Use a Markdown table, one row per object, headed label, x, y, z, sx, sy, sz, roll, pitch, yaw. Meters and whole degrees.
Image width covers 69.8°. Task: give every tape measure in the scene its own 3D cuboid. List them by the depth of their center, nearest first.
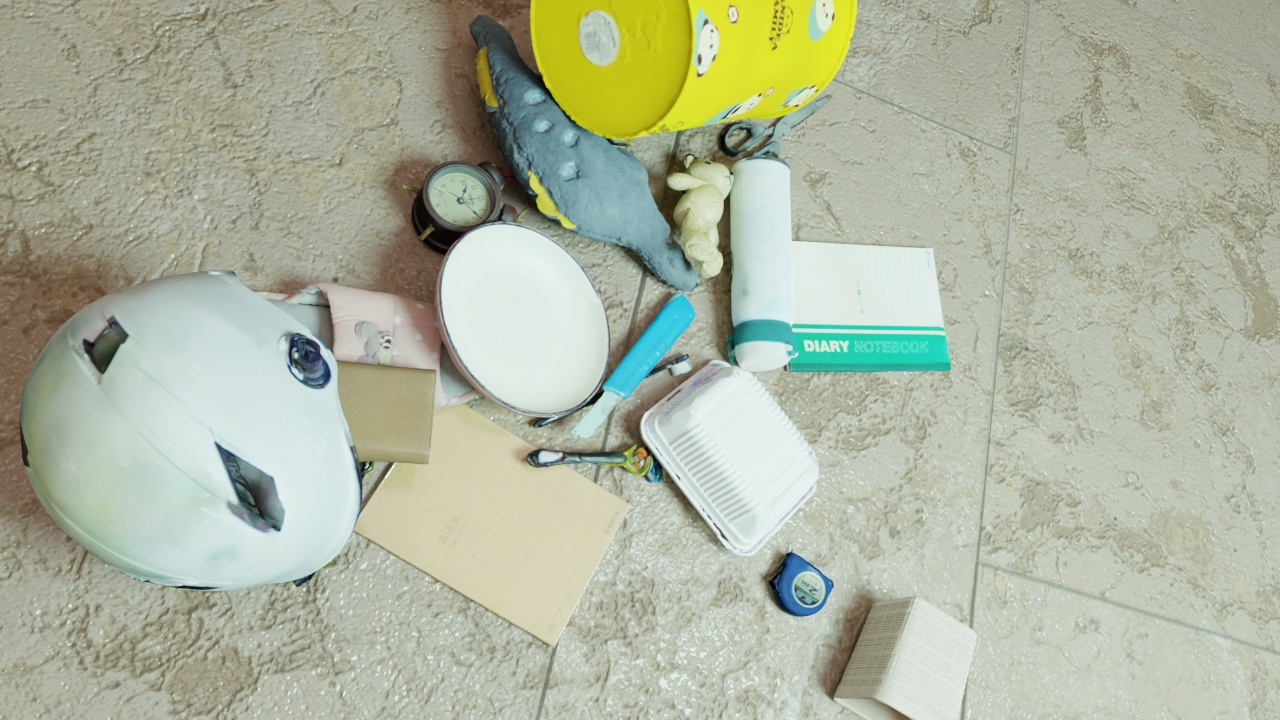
| label | x | y | z | sx | sy | sz | roll | pitch | yaw |
| --- | --- | --- | --- | --- | --- | --- | --- | --- | --- |
| tape measure | 0.157 | 0.225 | 0.907 | 0.058 | 0.025 | 0.054 | 36 | 68 | -1 |

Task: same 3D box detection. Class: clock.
| label | x | y | z | sx | sy | sz | roll | pitch | yaw |
| --- | --- | --- | --- | --- | --- | --- | --- | --- | --- |
| clock | -0.166 | -0.151 | 0.893 | 0.121 | 0.055 | 0.082 | -15 | 79 | -24 |

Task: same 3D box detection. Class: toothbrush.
| label | x | y | z | sx | sy | sz | roll | pitch | yaw |
| --- | --- | --- | --- | --- | --- | --- | --- | --- | --- |
| toothbrush | -0.025 | 0.032 | 0.908 | 0.180 | 0.016 | 0.018 | -22 | 91 | -23 |

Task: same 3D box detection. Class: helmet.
| label | x | y | z | sx | sy | sz | roll | pitch | yaw |
| --- | --- | --- | --- | --- | --- | --- | --- | --- | --- |
| helmet | -0.341 | 0.060 | 0.664 | 0.229 | 0.145 | 0.258 | -42 | 80 | 19 |

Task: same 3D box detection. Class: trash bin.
| label | x | y | z | sx | sy | sz | roll | pitch | yaw |
| --- | --- | --- | --- | --- | --- | --- | --- | --- | --- |
| trash bin | 0.047 | -0.326 | 0.878 | 0.254 | 0.230 | 0.229 | -32 | 86 | -46 |

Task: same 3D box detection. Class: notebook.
| label | x | y | z | sx | sy | sz | roll | pitch | yaw |
| --- | --- | --- | --- | --- | --- | --- | --- | --- | --- |
| notebook | -0.132 | 0.144 | 0.843 | 0.211 | 0.012 | 0.149 | 32 | 67 | -6 |
| notebook | 0.248 | -0.059 | 1.028 | 0.209 | 0.012 | 0.150 | 0 | 75 | -19 |

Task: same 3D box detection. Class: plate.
| label | x | y | z | sx | sy | sz | roll | pitch | yaw |
| --- | --- | --- | --- | --- | --- | --- | --- | --- | --- |
| plate | -0.113 | -0.035 | 0.862 | 0.192 | 0.039 | 0.192 | 19 | 59 | -36 |

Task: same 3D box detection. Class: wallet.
| label | x | y | z | sx | sy | sz | roll | pitch | yaw |
| --- | --- | --- | --- | --- | --- | --- | --- | --- | --- |
| wallet | -0.230 | 0.042 | 0.760 | 0.115 | 0.033 | 0.090 | 4 | 60 | -13 |

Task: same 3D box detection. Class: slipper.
| label | x | y | z | sx | sy | sz | roll | pitch | yaw |
| --- | --- | --- | --- | --- | --- | --- | --- | --- | --- |
| slipper | -0.264 | -0.016 | 0.818 | 0.274 | 0.055 | 0.114 | 8 | 68 | -14 |

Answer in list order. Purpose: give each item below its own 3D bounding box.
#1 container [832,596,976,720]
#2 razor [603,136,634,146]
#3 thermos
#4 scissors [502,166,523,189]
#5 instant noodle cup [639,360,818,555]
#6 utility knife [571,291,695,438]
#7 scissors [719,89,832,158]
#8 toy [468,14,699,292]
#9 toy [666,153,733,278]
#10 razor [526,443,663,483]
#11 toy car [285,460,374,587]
| label | x | y | z | sx | sy | sz | roll | pitch | yaw |
| --- | --- | --- | --- | --- | --- | --- | --- | --- | --- |
| container | 0.259 | 0.296 | 0.887 | 0.090 | 0.090 | 0.110 | 32 | 63 | -7 |
| razor | -0.036 | -0.308 | 0.982 | 0.062 | 0.068 | 0.167 | -4 | 80 | -57 |
| thermos | 0.125 | -0.100 | 0.970 | 0.073 | 0.073 | 0.224 | 6 | 73 | -17 |
| scissors | -0.079 | -0.194 | 0.958 | 0.135 | 0.017 | 0.064 | 9 | 63 | -19 |
| instant noodle cup | 0.099 | 0.087 | 0.900 | 0.137 | 0.060 | 0.173 | -37 | 86 | -32 |
| utility knife | -0.005 | 0.005 | 0.907 | 0.034 | 0.018 | 0.202 | 42 | 58 | -4 |
| scissors | 0.169 | -0.263 | 1.062 | 0.173 | 0.014 | 0.142 | -2 | 72 | -20 |
| toy | -0.067 | -0.197 | 0.911 | 0.356 | 0.092 | 0.137 | 49 | 28 | -6 |
| toy | 0.066 | -0.151 | 0.947 | 0.105 | 0.066 | 0.157 | 47 | 33 | -37 |
| razor | -0.039 | 0.093 | 0.872 | 0.142 | 0.022 | 0.042 | 5 | 71 | -26 |
| toy car | -0.259 | 0.115 | 0.778 | 0.042 | 0.070 | 0.157 | 24 | 66 | -9 |
